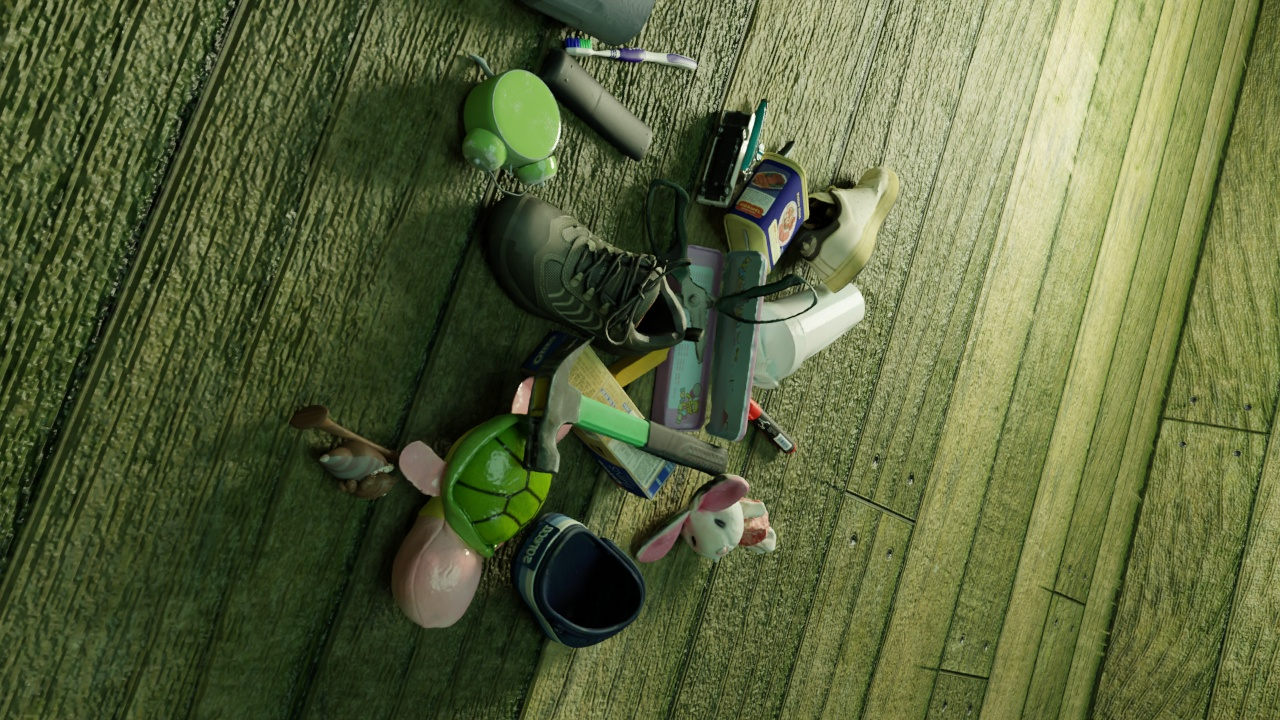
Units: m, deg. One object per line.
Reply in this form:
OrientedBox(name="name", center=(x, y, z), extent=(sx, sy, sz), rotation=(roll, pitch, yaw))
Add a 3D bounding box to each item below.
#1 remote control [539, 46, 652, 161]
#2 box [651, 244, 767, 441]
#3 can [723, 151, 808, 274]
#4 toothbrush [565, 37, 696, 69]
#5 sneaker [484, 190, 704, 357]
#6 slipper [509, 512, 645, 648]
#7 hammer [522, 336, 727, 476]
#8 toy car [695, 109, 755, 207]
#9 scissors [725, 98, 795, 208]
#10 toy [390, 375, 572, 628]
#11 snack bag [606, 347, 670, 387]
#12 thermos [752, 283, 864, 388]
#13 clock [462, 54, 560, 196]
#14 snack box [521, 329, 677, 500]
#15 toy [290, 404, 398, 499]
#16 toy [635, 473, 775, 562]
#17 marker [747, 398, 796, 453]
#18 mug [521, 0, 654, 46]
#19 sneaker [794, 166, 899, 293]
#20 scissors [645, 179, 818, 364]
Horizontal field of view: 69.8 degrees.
OrientedBox(name="remote control", center=(-0.039, -0.249, 0.902), extent=(0.151, 0.020, 0.041), rotation=(30, 77, -46))
OrientedBox(name="box", center=(0.084, -0.019, 1.019), extent=(0.089, 0.093, 0.214), rotation=(3, 95, -46))
OrientedBox(name="can", center=(0.145, -0.166, 1.057), extent=(0.092, 0.056, 0.116), rotation=(-56, 156, -15))
OrientedBox(name="toothbrush", center=(-0.005, -0.309, 0.929), extent=(0.186, 0.015, 0.016), rotation=(-12, 101, -45))
OrientedBox(name="sneaker", center=(-0.030, -0.067, 0.856), extent=(0.238, 0.143, 0.101), rotation=(36, 72, -41))
OrientedBox(name="slipper", center=(-0.049, 0.229, 0.893), extent=(0.105, 0.095, 0.253), rotation=(-60, 152, -19))
OrientedBox(name="hammer", center=(0.001, 0.071, 0.903), extent=(0.318, 0.032, 0.130), rotation=(26, 64, -52))
OrientedBox(name="toy car", center=(0.099, -0.226, 1.038), extent=(0.039, 0.039, 0.113), rotation=(29, 77, -67))
OrientedBox(name="scissors", center=(0.144, -0.236, 1.093), extent=(0.124, 0.019, 0.156), rotation=(-5, 103, -44))
OrientedBox(name="toy", center=(-0.139, 0.122, 0.817), extent=(0.237, 0.088, 0.190), rotation=(-54, 148, -20))
OrientedBox(name="snack bag", center=(-0.006, 0.006, 0.980), extent=(0.099, 0.026, 0.020), rotation=(-32, 119, -39))
OrientedBox(name="thermos", center=(0.195, -0.039, 1.131), extent=(0.219, 0.099, 0.099), rotation=(-23, 114, -45))
OrientedBox(name="clock", center=(-0.113, -0.204, 0.805), extent=(0.094, 0.043, 0.119), rotation=(8, 81, -46))
OrientedBox(name="snack box", center=(-0.038, 0.059, 0.937), extent=(0.056, 0.057, 0.207), rotation=(-52, 130, -21))
OrientedBox(name="toy", center=(-0.237, 0.079, 0.747), extent=(0.102, 0.042, 0.054), rotation=(40, 46, -51))
OrientedBox(name="toy", center=(0.093, 0.192, 1.073), extent=(0.159, 0.084, 0.194), rotation=(-40, 144, 18))
OrientedBox(name="marker", center=(0.159, 0.082, 1.167), extent=(0.145, 0.021, 0.023), rotation=(42, 60, -42))
OrientedBox(name="mug", center=(-0.054, -0.361, 0.833), extent=(0.103, 0.084, 0.123), rotation=(6, 69, -44))
OrientedBox(name="sneaker", center=(0.257, -0.188, 1.182), extent=(0.102, 0.089, 0.240), rotation=(35, 47, -5))
OrientedBox(name="scissors", center=(0.086, -0.099, 0.981), extent=(0.201, 0.015, 0.202), rotation=(-7, 97, -1))
